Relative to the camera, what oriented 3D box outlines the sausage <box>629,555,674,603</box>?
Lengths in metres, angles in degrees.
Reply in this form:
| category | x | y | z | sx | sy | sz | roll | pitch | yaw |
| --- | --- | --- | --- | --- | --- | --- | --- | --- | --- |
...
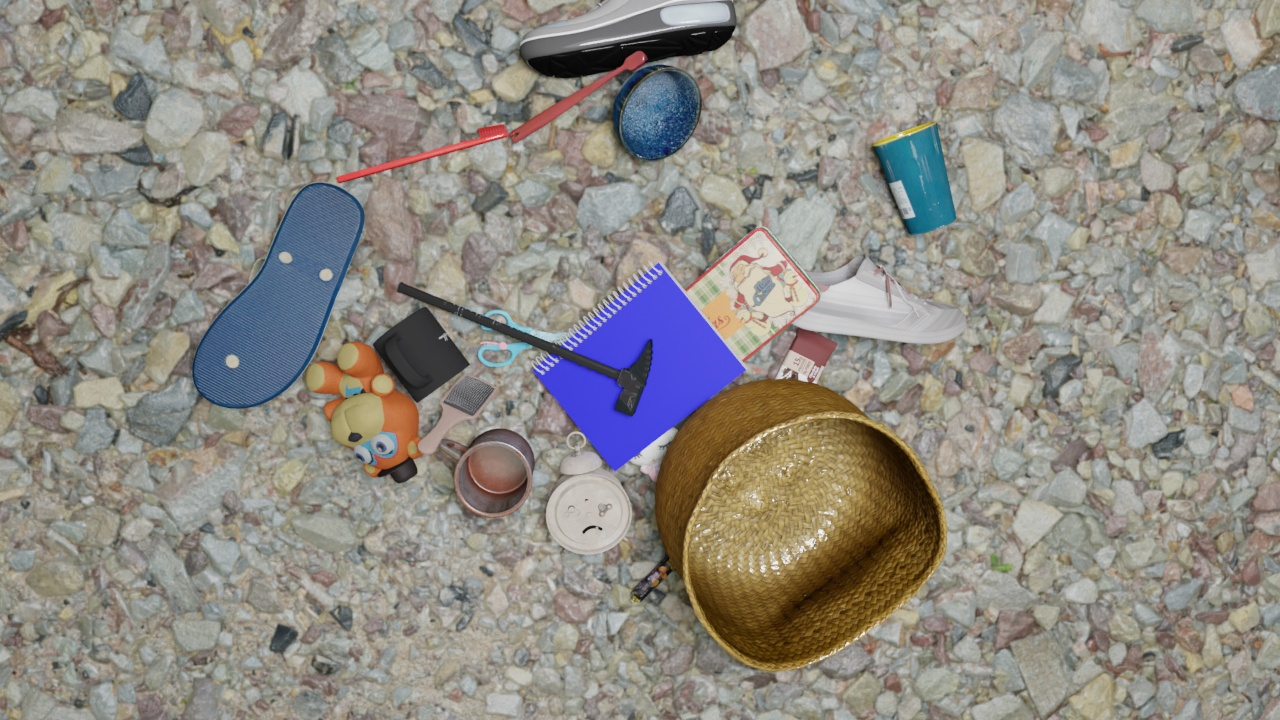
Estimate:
| category | x | y | z | sx | sy | sz | roll | pitch | yaw |
| --- | --- | --- | --- | --- | --- | --- | --- | --- | --- |
| sausage | 0.042 | 0.255 | 1.170 | 0.155 | 0.020 | 0.020 | -44 | 97 | 1 |

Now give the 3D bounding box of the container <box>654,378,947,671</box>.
| category | x | y | z | sx | sy | sz | roll | pitch | yaw |
| --- | --- | --- | --- | --- | --- | --- | --- | --- | --- |
| container | 0.165 | 0.169 | 1.059 | 0.306 | 0.196 | 0.307 | -5 | 111 | -13 |

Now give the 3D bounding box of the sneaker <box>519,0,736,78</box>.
| category | x | y | z | sx | sy | sz | roll | pitch | yaw |
| --- | --- | --- | --- | --- | --- | --- | --- | --- | --- |
| sneaker | -0.022 | -0.430 | 1.074 | 0.256 | 0.093 | 0.160 | -9 | 87 | -2 |

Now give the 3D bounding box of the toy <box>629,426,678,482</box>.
| category | x | y | z | sx | sy | sz | roll | pitch | yaw |
| --- | --- | --- | --- | --- | --- | --- | --- | --- | --- |
| toy | 0.012 | 0.098 | 1.144 | 0.079 | 0.038 | 0.122 | -22 | 93 | 1 |

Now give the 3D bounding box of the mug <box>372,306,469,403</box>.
| category | x | y | z | sx | sy | sz | roll | pitch | yaw |
| --- | --- | --- | --- | --- | --- | --- | --- | --- | --- |
| mug | -0.262 | -0.004 | 1.078 | 0.078 | 0.113 | 0.088 | -35 | 97 | 9 |

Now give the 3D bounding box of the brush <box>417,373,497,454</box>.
| category | x | y | z | sx | sy | sz | roll | pitch | yaw |
| --- | --- | --- | --- | --- | --- | --- | --- | --- | --- |
| brush | -0.221 | 0.061 | 1.086 | 0.050 | 0.135 | 0.015 | 23 | 134 | 9 |

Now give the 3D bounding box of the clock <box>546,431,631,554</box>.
| category | x | y | z | sx | sy | sz | roll | pitch | yaw |
| --- | --- | --- | --- | --- | --- | --- | --- | --- | --- |
| clock | -0.068 | 0.161 | 1.135 | 0.103 | 0.061 | 0.157 | -10 | 104 | -3 |

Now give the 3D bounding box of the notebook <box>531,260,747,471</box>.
| category | x | y | z | sx | sy | sz | roll | pitch | yaw |
| --- | --- | --- | --- | --- | --- | --- | --- | --- | --- |
| notebook | -0.006 | 0.006 | 1.101 | 0.209 | 0.022 | 0.171 | -39 | 90 | 19 |

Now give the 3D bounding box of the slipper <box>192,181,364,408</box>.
| category | x | y | z | sx | sy | sz | roll | pitch | yaw |
| --- | --- | --- | --- | --- | --- | --- | --- | --- | --- |
| slipper | -0.419 | -0.073 | 1.091 | 0.118 | 0.060 | 0.295 | 29 | 91 | -9 |

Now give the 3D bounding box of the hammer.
| category | x | y | z | sx | sy | sz | roll | pitch | yaw |
| --- | --- | --- | --- | --- | --- | --- | --- | --- | --- |
| hammer | -0.142 | -0.036 | 1.100 | 0.325 | 0.015 | 0.095 | 22 | 107 | 6 |

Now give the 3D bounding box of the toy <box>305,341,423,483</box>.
| category | x | y | z | sx | sy | sz | roll | pitch | yaw |
| --- | --- | --- | --- | --- | --- | --- | --- | --- | --- |
| toy | -0.319 | 0.065 | 1.092 | 0.112 | 0.096 | 0.176 | -27 | 107 | 27 |

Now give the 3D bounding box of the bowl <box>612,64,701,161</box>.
| category | x | y | z | sx | sy | sz | roll | pitch | yaw |
| --- | --- | --- | --- | --- | --- | --- | --- | --- | --- |
| bowl | 0.009 | -0.301 | 1.088 | 0.114 | 0.061 | 0.115 | -23 | 136 | -24 |

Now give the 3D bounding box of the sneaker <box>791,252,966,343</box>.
| category | x | y | z | sx | sy | sz | roll | pitch | yaw |
| --- | --- | --- | --- | --- | --- | --- | --- | --- | --- |
| sneaker | 0.286 | -0.081 | 1.117 | 0.236 | 0.099 | 0.089 | 5 | 109 | -3 |

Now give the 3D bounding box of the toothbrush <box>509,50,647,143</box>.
| category | x | y | z | sx | sy | sz | roll | pitch | yaw |
| --- | --- | --- | --- | --- | --- | --- | --- | --- | --- |
| toothbrush | -0.074 | -0.309 | 1.082 | 0.190 | 0.016 | 0.016 | -27 | 88 | 19 |

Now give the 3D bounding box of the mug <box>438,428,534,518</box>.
| category | x | y | z | sx | sy | sz | roll | pitch | yaw |
| --- | --- | --- | --- | --- | --- | --- | --- | --- | --- |
| mug | -0.186 | 0.124 | 1.100 | 0.123 | 0.110 | 0.096 | 33 | 87 | -6 |

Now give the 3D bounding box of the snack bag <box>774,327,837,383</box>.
| category | x | y | z | sx | sy | sz | roll | pitch | yaw |
| --- | --- | --- | --- | --- | --- | --- | --- | --- | --- |
| snack bag | 0.191 | 0.037 | 1.163 | 0.057 | 0.013 | 0.158 | 27 | 93 | -4 |

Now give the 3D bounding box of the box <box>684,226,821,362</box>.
| category | x | y | z | sx | sy | sz | roll | pitch | yaw |
| --- | --- | --- | --- | --- | --- | --- | --- | --- | --- |
| box | 0.106 | -0.055 | 1.094 | 0.206 | 0.050 | 0.117 | -39 | 85 | 20 |

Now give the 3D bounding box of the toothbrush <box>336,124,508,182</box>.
| category | x | y | z | sx | sy | sz | roll | pitch | yaw |
| --- | --- | --- | --- | --- | --- | --- | --- | --- | --- |
| toothbrush | -0.264 | -0.251 | 1.105 | 0.212 | 0.012 | 0.018 | -16 | 96 | -2 |

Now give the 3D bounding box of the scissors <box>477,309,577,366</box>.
| category | x | y | z | sx | sy | sz | roll | pitch | yaw |
| --- | --- | --- | --- | --- | --- | --- | --- | --- | --- |
| scissors | -0.134 | -0.036 | 1.138 | 0.141 | 0.015 | 0.076 | -9 | 95 | -9 |

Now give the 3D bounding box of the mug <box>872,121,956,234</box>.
| category | x | y | z | sx | sy | sz | roll | pitch | yaw |
| --- | --- | --- | --- | --- | --- | --- | --- | --- | --- |
| mug | 0.339 | -0.220 | 1.121 | 0.078 | 0.078 | 0.121 | -21 | 101 | -2 |
